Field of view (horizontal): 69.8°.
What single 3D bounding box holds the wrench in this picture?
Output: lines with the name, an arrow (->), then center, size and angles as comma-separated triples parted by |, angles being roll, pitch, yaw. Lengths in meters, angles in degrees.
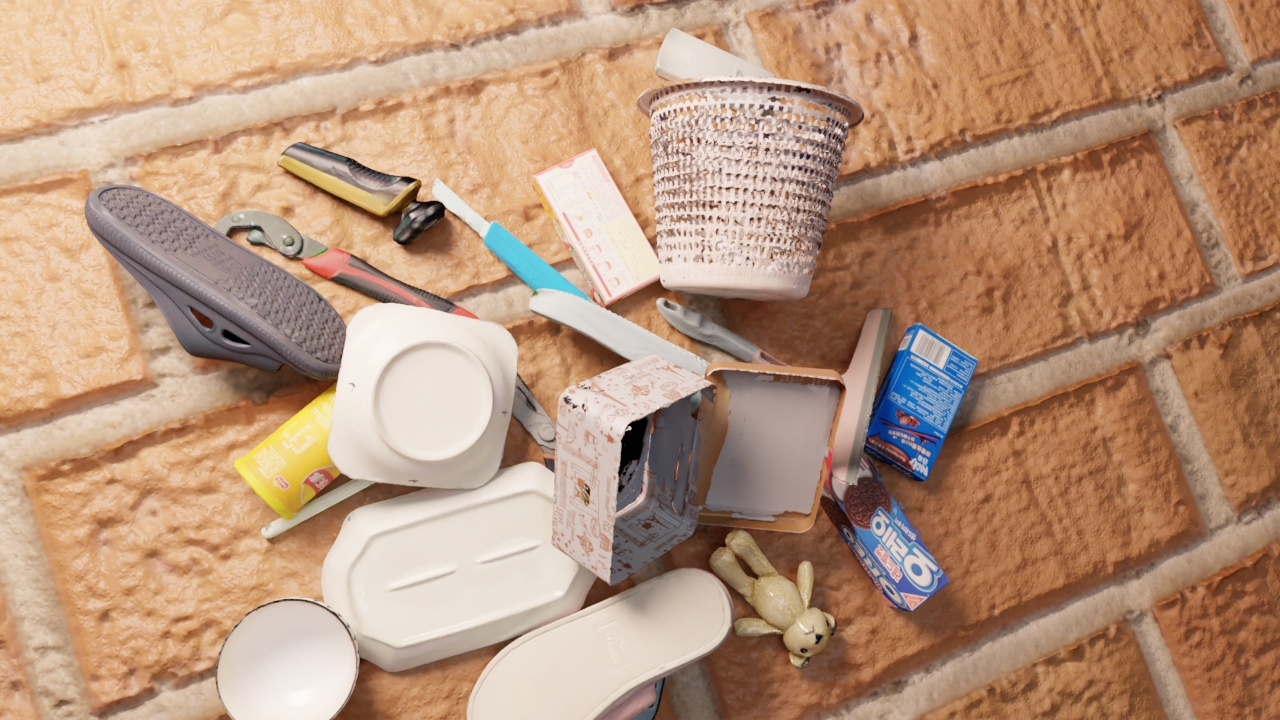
wrench -> -0.284, -0.082, 0.906 | 0.273, 0.016, 0.056 | 22, 79, -8

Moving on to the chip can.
chip can -> -0.269, 0.051, 0.857 | 0.213, 0.072, 0.072 | -43, 92, -17

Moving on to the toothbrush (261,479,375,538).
toothbrush -> -0.268, 0.120, 0.873 | 0.189, 0.020, 0.029 | -27, 57, -16

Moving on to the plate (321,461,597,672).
plate -> -0.165, 0.194, 0.867 | 0.265, 0.034, 0.162 | -13, 85, -12

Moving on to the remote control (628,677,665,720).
remote control -> 0.001, 0.290, 0.903 | 0.053, 0.024, 0.136 | 12, 77, -4

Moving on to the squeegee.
squeegee -> 0.129, -0.007, 0.976 | 0.249, 0.040, 0.246 | 23, 53, 1

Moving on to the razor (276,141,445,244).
razor -> -0.278, -0.169, 0.910 | 0.167, 0.062, 0.068 | 24, 106, -3

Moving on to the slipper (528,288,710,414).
slipper -> -0.005, 0.005, 0.912 | 0.245, 0.104, 0.074 | 28, 88, -11

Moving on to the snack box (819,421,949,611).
snack box -> 0.238, 0.163, 0.967 | 0.058, 0.057, 0.207 | -34, 89, -14

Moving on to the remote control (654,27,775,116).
remote control -> 0.084, -0.324, 1.037 | 0.135, 0.019, 0.056 | 21, 76, -9

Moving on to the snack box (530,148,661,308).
snack box -> -0.044, -0.140, 0.969 | 0.077, 0.027, 0.156 | -28, 88, -17

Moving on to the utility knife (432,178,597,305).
utility knife -> -0.131, -0.112, 0.946 | 0.216, 0.018, 0.034 | 41, 75, -5

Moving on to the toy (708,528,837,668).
toy -> 0.133, 0.236, 0.923 | 0.105, 0.066, 0.157 | -44, 99, -11

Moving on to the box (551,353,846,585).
box -> 0.050, 0.091, 0.851 | 0.273, 0.125, 0.179 | -7, 121, -23

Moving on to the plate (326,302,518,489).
plate -> -0.191, 0.035, 0.834 | 0.163, 0.034, 0.164 | 9, 88, -25

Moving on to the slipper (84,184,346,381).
slipper -> -0.389, -0.056, 0.845 | 0.268, 0.110, 0.083 | 36, 113, -6

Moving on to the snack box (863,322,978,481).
snack box -> 0.308, 0.046, 1.020 | 0.084, 0.026, 0.157 | 31, 75, -6

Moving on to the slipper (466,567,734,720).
slipper -> -0.037, 0.285, 0.865 | 0.274, 0.054, 0.114 | -30, 69, -2

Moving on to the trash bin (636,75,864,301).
trash bin -> 0.102, -0.161, 0.925 | 0.227, 0.227, 0.192 | 4, 91, -13

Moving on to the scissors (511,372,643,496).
scissors -> -0.074, 0.078, 0.929 | 0.196, 0.015, 0.205 | 2, 80, -12

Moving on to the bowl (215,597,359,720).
bowl -> -0.306, 0.267, 0.811 | 0.116, 0.066, 0.116 | 2, 81, -11
